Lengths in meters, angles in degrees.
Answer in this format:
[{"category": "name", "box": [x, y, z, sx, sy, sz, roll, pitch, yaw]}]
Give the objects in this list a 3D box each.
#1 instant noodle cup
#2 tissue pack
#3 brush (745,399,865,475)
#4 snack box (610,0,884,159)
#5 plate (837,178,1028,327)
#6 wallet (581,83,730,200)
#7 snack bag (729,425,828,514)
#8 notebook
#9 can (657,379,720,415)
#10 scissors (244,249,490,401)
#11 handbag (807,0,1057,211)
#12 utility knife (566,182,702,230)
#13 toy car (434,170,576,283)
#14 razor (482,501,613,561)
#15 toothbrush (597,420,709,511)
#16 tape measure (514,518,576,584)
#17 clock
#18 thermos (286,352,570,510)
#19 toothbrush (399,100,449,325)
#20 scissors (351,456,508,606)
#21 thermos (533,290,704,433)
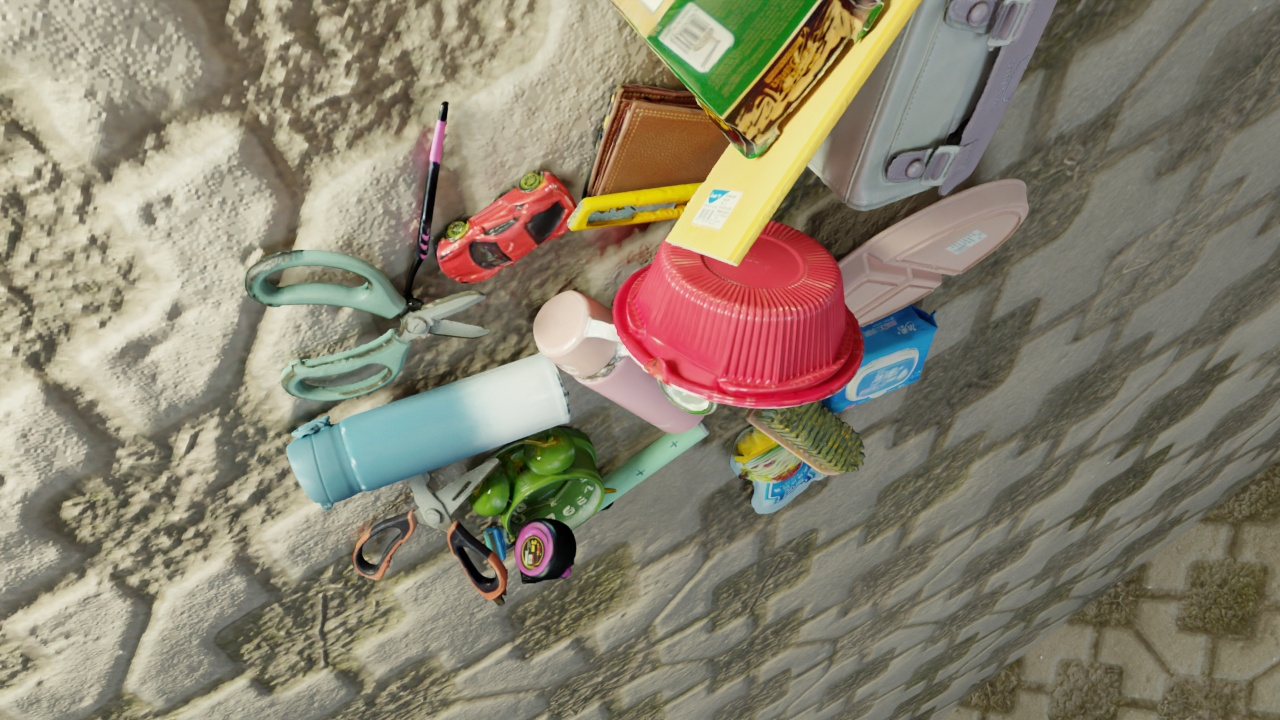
[{"category": "instant noodle cup", "box": [0.078, -0.050, 0.683, 0.193, 0.193, 0.066, -12, 132, -23]}, {"category": "tissue pack", "box": [0.239, 0.003, 0.966, 0.157, 0.052, 0.095, -19, 143, -15]}, {"category": "brush", "box": [0.172, 0.070, 0.954, 0.145, 0.073, 0.063, 36, 77, -26]}, {"category": "snack box", "box": [0.047, -0.207, 0.533, 0.105, 0.117, 0.118, 20, 119, -41]}, {"category": "plate", "box": [0.242, -0.083, 0.820, 0.229, 0.028, 0.230, -24, 164, -8]}, {"category": "wallet", "box": [0.025, -0.146, 0.663, 0.124, 0.032, 0.101, -5, 140, -30]}, {"category": "snack bag", "box": [0.166, 0.123, 1.078, 0.110, 0.039, 0.191, -40, 145, -4]}, {"category": "notebook", "box": [0.093, -0.153, 0.569, 0.010, 0.146, 0.206, 33, 93, -18]}, {"category": "can", "box": [0.074, -0.021, 0.762, 0.147, 0.058, 0.058, -50, 156, -33]}, {"category": "scissors", "box": [-0.197, -0.032, 0.636, 0.173, 0.019, 0.179, -22, 139, 10]}, {"category": "handbag", "box": [0.214, -0.215, 0.657, 0.144, 0.098, 0.197, -18, 143, -24]}, {"category": "utility knife", "box": [0.020, -0.111, 0.665, 0.154, 0.015, 0.033, -11, 143, -22]}, {"category": "toy car", "box": [-0.095, -0.089, 0.648, 0.106, 0.031, 0.049, -30, 143, 5]}, {"category": "razor", "box": [-0.095, 0.168, 0.965, 0.142, 0.022, 0.043, -19, 120, -15]}, {"category": "toothbrush", "box": [-0.026, 0.128, 0.945, 0.224, 0.026, 0.027, -35, 109, 0]}, {"category": "tape measure", "box": [-0.087, 0.176, 0.851, 0.058, 0.057, 0.039, -31, 150, 30]}, {"category": "clock", "box": [-0.097, 0.115, 0.870, 0.116, 0.056, 0.161, -35, 143, 6]}, {"category": "thermos", "box": [-0.168, 0.054, 0.742, 0.220, 0.070, 0.070, -18, 143, -14]}, {"category": "toothbrush", "box": [-0.145, -0.089, 0.624, 0.014, 0.018, 0.190, -56, 170, -50]}, {"category": "scissors", "box": [-0.193, 0.150, 0.836, 0.189, 0.015, 0.223, -8, 122, 15]}, {"category": "thermos", "box": [-0.005, 0.005, 0.779, 0.198, 0.087, 0.067, 36, 66, -52]}]
